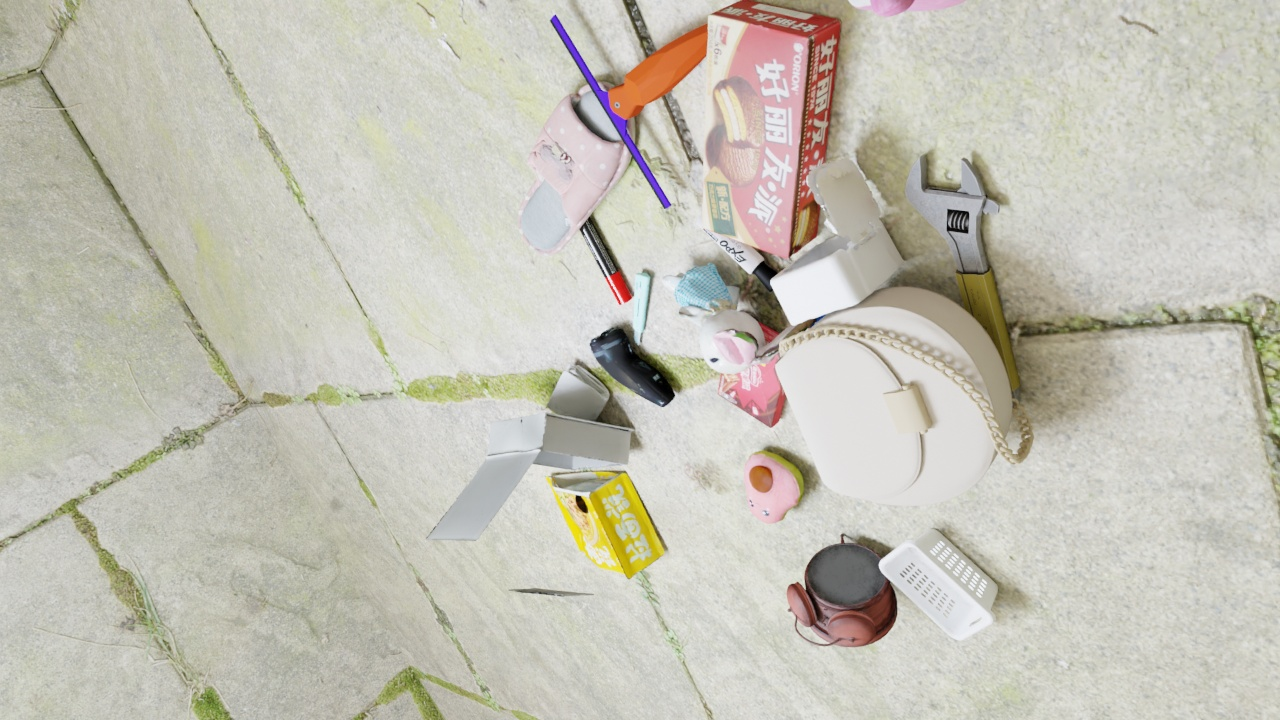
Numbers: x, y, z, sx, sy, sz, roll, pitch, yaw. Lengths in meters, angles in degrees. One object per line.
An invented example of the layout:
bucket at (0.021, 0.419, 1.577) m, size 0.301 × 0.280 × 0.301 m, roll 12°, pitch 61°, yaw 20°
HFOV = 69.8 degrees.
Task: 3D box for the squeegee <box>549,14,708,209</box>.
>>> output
squeegee at (0.016, -0.304, 0.984) m, size 0.185 × 0.055 × 0.249 m, roll -25°, pitch 100°, yaw 43°

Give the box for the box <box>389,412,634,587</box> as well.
box at (-0.190, 0.174, 1.346) m, size 0.167 × 0.367 × 0.150 m, roll -14°, pitch 106°, yaw 52°

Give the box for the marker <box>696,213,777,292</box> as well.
marker at (0.116, -0.124, 1.050) m, size 0.126 × 0.025 × 0.025 m, roll 45°, pitch 143°, yaw 10°

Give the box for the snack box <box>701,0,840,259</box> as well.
snack box at (0.126, -0.228, 0.922) m, size 0.113 × 0.060 × 0.237 m, roll 26°, pitch 137°, yaw 30°

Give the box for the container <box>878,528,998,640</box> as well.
container at (0.358, 0.260, 1.086) m, size 0.129 × 0.049 × 0.081 m, roll 43°, pitch 143°, yaw 12°

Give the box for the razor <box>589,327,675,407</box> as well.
razor at (-0.008, 0.007, 1.276) m, size 0.140 × 0.052 × 0.064 m, roll 40°, pitch 134°, yaw 13°

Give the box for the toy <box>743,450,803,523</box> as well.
toy at (0.174, 0.172, 1.212) m, size 0.090 × 0.051 × 0.110 m, roll 30°, pitch 139°, yaw 30°

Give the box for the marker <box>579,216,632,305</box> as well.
marker at (-0.053, -0.142, 1.223) m, size 0.145 × 0.021 × 0.023 m, roll 62°, pitch 171°, yaw -13°

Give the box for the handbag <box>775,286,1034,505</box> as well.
handbag at (0.254, 0.035, 0.913) m, size 0.209 × 0.103 × 0.210 m, roll -16°, pitch 103°, yaw 40°

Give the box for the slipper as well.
slipper at (-0.092, -0.229, 1.144) m, size 0.114 × 0.054 × 0.275 m, roll 47°, pitch 136°, yaw 10°

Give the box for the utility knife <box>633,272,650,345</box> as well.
utility knife at (0.000, -0.069, 1.233) m, size 0.022 × 0.015 × 0.129 m, roll 32°, pitch 143°, yaw 23°

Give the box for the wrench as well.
wrench at (0.319, -0.069, 0.879) m, size 0.084 × 0.018 × 0.273 m, roll 2°, pitch 121°, yaw 47°

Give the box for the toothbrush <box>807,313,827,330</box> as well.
toothbrush at (0.198, -0.033, 1.043) m, size 0.021 × 0.017 × 0.135 m, roll 39°, pitch 142°, yaw 20°

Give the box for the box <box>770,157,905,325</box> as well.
box at (0.184, -0.125, 0.905) m, size 0.124 × 0.108 × 0.137 m, roll -21°, pitch 104°, yaw 51°

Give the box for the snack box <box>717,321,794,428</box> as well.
snack box at (0.143, 0.012, 1.137) m, size 0.089 × 0.021 × 0.133 m, roll 32°, pitch 139°, yaw 27°

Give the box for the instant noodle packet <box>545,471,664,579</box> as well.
instant noodle packet at (-0.080, 0.272, 1.562) m, size 0.222 × 0.084 × 0.163 m, roll -7°, pitch 113°, yaw 56°

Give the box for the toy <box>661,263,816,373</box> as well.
toy at (0.087, -0.041, 1.067) m, size 0.205 × 0.130 × 0.106 m, roll 40°, pitch 129°, yaw 44°

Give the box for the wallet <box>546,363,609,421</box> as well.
wallet at (-0.094, 0.058, 1.431) m, size 0.086 × 0.032 × 0.116 m, roll 38°, pitch 141°, yaw 1°

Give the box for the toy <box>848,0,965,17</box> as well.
toy at (0.246, -0.325, 0.667) m, size 0.127 × 0.186 × 0.266 m, roll 17°, pitch 171°, yaw -13°

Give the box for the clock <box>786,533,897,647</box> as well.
clock at (0.252, 0.298, 1.146) m, size 0.121 × 0.157 × 0.072 m, roll 19°, pitch 138°, yaw 37°
